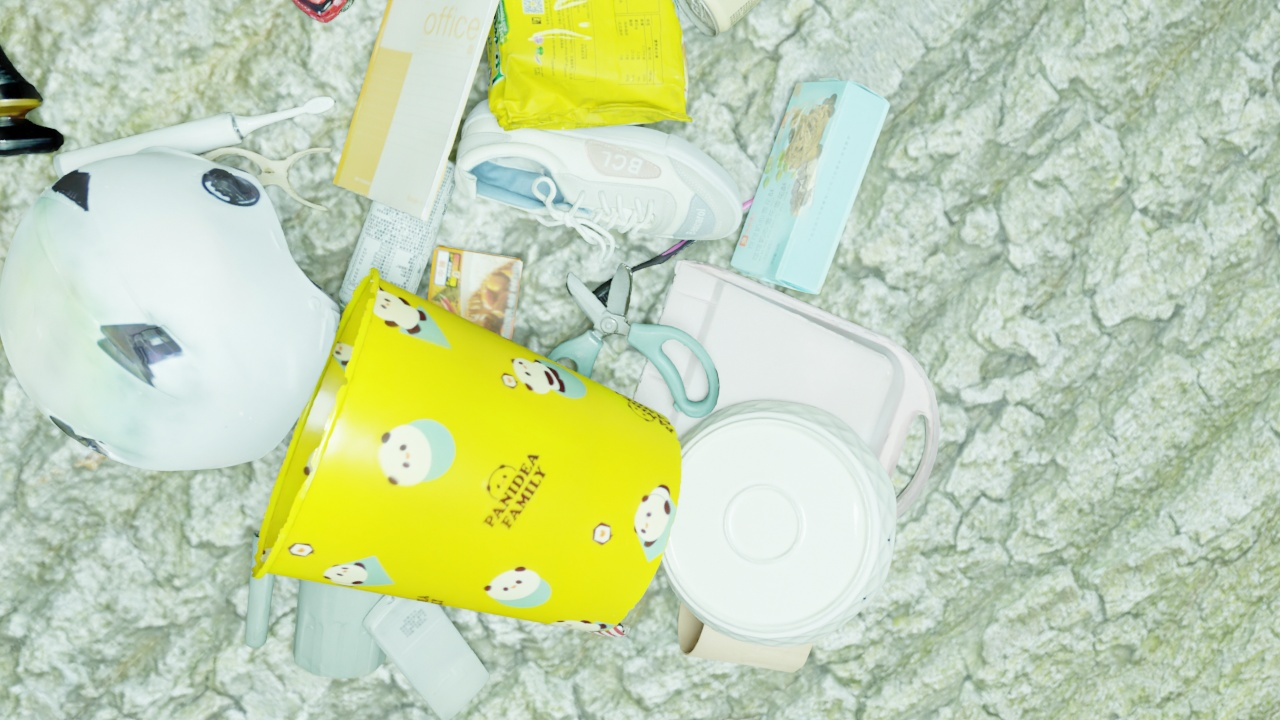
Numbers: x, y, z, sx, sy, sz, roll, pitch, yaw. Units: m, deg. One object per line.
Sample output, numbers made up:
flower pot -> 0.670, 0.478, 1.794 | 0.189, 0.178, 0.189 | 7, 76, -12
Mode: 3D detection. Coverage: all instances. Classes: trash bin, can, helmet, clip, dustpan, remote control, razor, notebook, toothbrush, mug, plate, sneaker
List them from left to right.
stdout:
razor -> -0.513, -0.230, 0.703 | 0.068, 0.062, 0.167 | -24, 97, 28
helmet -> -0.364, -0.031, 0.659 | 0.230, 0.145, 0.258 | -42, 84, 27
toothbrush -> -0.355, -0.181, 0.739 | 0.221, 0.026, 0.027 | -16, 111, -5
clip -> -0.303, -0.158, 0.747 | 0.099, 0.034, 0.066 | 2, 98, -13
mug -> -0.271, 0.202, 0.782 | 0.124, 0.083, 0.103 | 8, 100, -8
can -> -0.199, -0.103, 0.755 | 0.058, 0.058, 0.147 | 20, 96, -10
notebook -> -0.173, -0.221, 0.711 | 0.010, 0.146, 0.206 | 13, 99, -48
remote control -> -0.183, 0.252, 0.795 | 0.058, 0.021, 0.150 | -41, 130, -25
trash bin -> -0.123, 0.083, 0.691 | 0.255, 0.229, 0.229 | 22, 95, -21
sneaker -> -0.032, -0.137, 0.744 | 0.242, 0.090, 0.090 | 15, 141, -7
toothbrush -> 0.037, -0.099, 0.810 | 0.189, 0.014, 0.018 | -31, 118, -3
can -> 0.088, -0.326, 0.758 | 0.116, 0.058, 0.058 | -41, 101, 0
mug -> 0.099, 0.216, 0.841 | 0.103, 0.084, 0.124 | 14, 70, -11
plate -> 0.104, 0.133, 0.753 | 0.205, 0.045, 0.204 | -2, 83, 17
dustpan -> 0.133, 0.057, 0.848 | 0.273, 0.138, 0.222 | 23, 96, 18

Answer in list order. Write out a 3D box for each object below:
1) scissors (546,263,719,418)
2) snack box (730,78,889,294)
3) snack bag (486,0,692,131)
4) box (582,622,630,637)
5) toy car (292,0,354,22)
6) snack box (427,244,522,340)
scissors -> -0.005, 0.005, 0.785 | 0.181, 0.019, 0.170 | 18, 115, 1
snack box -> 0.142, -0.147, 0.779 | 0.051, 0.074, 0.175 | 17, 96, -29
snack bag -> -0.047, -0.297, 0.712 | 0.158, 0.068, 0.246 | -5, 83, -8
box -> -0.078, 0.186, 0.819 | 0.163, 0.076, 0.087 | 23, 67, -10
toy car -> -0.231, -0.325, 0.724 | 0.053, 0.045, 0.120 | 38, 90, -13
snack box -> -0.149, -0.018, 0.791 | 0.075, 0.026, 0.154 | 8, 99, -10
